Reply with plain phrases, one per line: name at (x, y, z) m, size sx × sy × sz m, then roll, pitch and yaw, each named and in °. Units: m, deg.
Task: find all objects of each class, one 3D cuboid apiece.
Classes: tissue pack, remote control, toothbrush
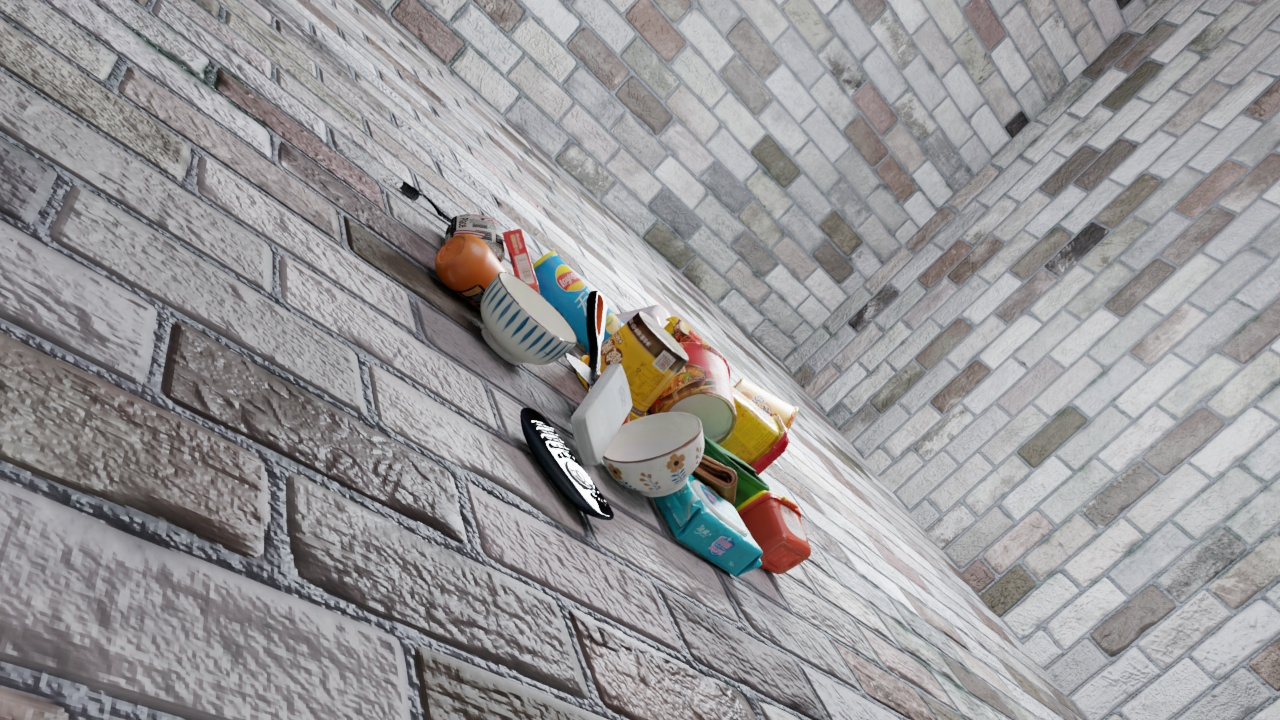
tissue pack at (0.077, 0.182, 1.032) m, size 0.133 × 0.050 × 0.093 m, roll 39°, pitch 10°, yaw -33°
remote control at (-0.073, 0.099, 0.846) m, size 0.136 × 0.024 × 0.053 m, roll 51°, pitch 10°, yaw 26°
toothbrush at (-0.268, -0.196, 1.296) m, size 0.189 × 0.016 × 0.014 m, roll 38°, pitch 3°, yaw -46°
remote control at (-0.041, 0.056, 0.992) m, size 0.149 × 0.021 × 0.058 m, roll -58°, pitch 136°, yaw -64°

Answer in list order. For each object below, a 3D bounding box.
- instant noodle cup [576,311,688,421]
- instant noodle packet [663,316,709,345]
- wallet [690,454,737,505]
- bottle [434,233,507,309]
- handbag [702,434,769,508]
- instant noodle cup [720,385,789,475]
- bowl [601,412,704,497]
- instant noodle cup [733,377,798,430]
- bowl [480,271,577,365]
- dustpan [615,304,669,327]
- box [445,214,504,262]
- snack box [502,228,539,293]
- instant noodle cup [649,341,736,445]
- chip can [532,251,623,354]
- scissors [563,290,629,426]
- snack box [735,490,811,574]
instant noodle cup at (-0.007, 0.007, 1.218) m, size 0.118 × 0.114 × 0.118 m, roll 43°, pitch 11°, yaw -11°
instant noodle packet at (0.045, 0.010, 1.371) m, size 0.111 × 0.129 × 0.044 m, roll 41°, pitch 22°, yaw -8°
wallet at (0.067, 0.133, 1.102) m, size 0.108 × 0.031 × 0.132 m, roll 29°, pitch -14°, yaw 14°
bottle at (-0.174, -0.083, 1.083) m, size 0.149 × 0.067 × 0.066 m, roll 47°, pitch 7°, yaw -38°
handbag at (0.102, 0.151, 1.233) m, size 0.131 × 0.068 × 0.120 m, roll 36°, pitch 6°, yaw -36°
instant noodle cup at (0.151, 0.107, 1.430) m, size 0.123 × 0.116 × 0.116 m, roll 43°, pitch 10°, yaw -12°
bowl at (0.017, 0.107, 0.987) m, size 0.113 × 0.113 × 0.062 m, roll -105°, pitch 180°, yaw -70°
instant noodle cup at (0.185, 0.103, 1.567) m, size 0.110 × 0.138 × 0.138 m, roll 37°, pitch 10°, yaw 1°
bowl at (-0.134, -0.037, 1.027) m, size 0.116 × 0.066 × 0.116 m, roll 42°, pitch 11°, yaw -10°
dustpan at (-0.007, 0.007, 1.523) m, size 0.222 × 0.139 × 0.273 m, roll -50°, pitch 123°, yaw -82°
box at (-0.209, -0.154, 1.163) m, size 0.075 × 0.082 × 0.163 m, roll 34°, pitch 17°, yaw -25°
snack box at (-0.151, -0.116, 1.188) m, size 0.153 × 0.025 × 0.075 m, roll 122°, pitch -48°, yaw -83°
instant noodle cup at (0.074, 0.059, 1.307) m, size 0.138 × 0.138 × 0.108 m, roll 39°, pitch 20°, yaw -30°
chip can at (-0.078, -0.060, 1.329) m, size 0.210 × 0.071 × 0.071 m, roll 46°, pitch 10°, yaw 4°
scissors at (-0.051, 0.021, 1.058) m, size 0.221 × 0.022 × 0.233 m, roll 65°, pitch 21°, yaw -51°
snack box at (0.169, 0.221, 1.170) m, size 0.091 × 0.082 × 0.080 m, roll 34°, pitch 25°, yaw -43°
